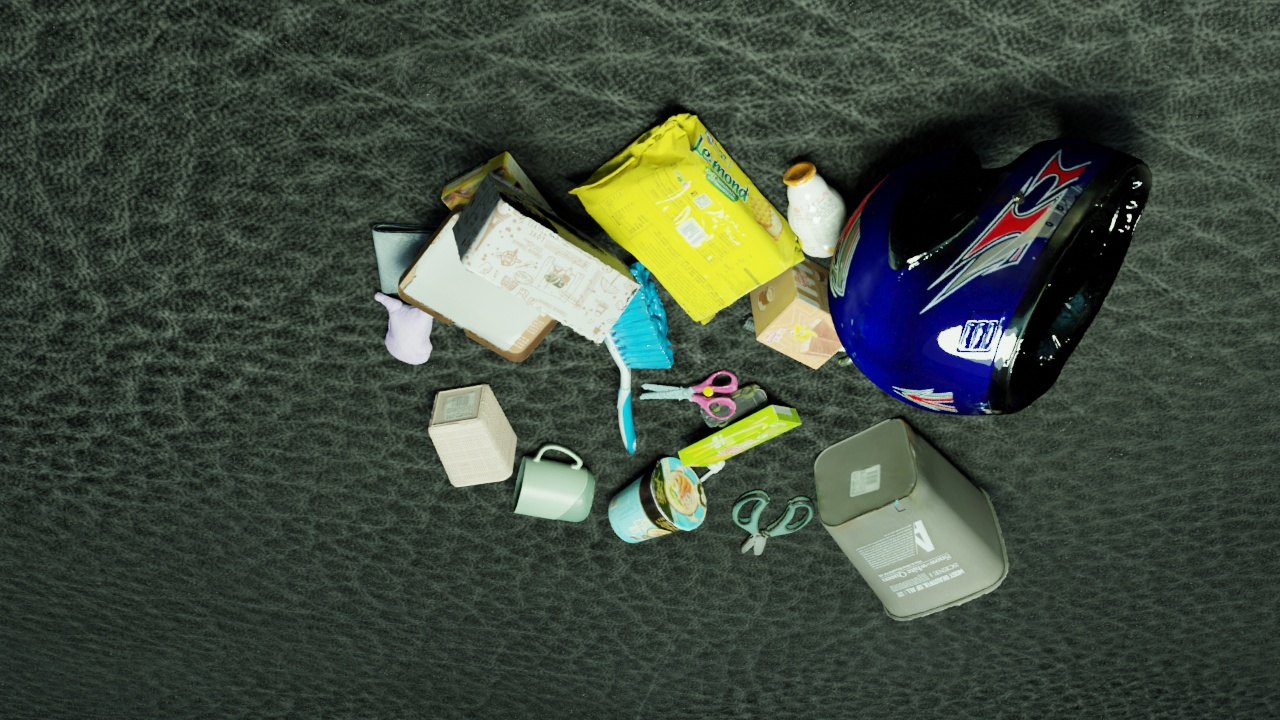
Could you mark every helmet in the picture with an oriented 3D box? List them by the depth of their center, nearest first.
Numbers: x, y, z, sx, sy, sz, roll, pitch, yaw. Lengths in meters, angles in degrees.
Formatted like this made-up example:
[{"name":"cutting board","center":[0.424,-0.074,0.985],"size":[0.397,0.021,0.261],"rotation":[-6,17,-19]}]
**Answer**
[{"name":"helmet","center":[0.333,-0.102,0.944],"size":[0.315,0.240,0.247],"rotation":[-53,144,-10]}]

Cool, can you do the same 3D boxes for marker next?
[{"name":"marker","center":[0.186,-0.027,1.174],"size":[0.130,0.018,0.023],"rotation":[21,122,-20]}]

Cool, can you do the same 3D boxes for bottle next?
[{"name":"bottle","center":[0.191,-0.165,1.003],"size":[0.063,0.063,0.108],"rotation":[-20,132,18]}]

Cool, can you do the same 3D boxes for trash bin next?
[{"name":"trash bin","center":[0.374,0.221,1.310],"size":[0.199,0.198,0.220],"rotation":[-30,122,26]}]

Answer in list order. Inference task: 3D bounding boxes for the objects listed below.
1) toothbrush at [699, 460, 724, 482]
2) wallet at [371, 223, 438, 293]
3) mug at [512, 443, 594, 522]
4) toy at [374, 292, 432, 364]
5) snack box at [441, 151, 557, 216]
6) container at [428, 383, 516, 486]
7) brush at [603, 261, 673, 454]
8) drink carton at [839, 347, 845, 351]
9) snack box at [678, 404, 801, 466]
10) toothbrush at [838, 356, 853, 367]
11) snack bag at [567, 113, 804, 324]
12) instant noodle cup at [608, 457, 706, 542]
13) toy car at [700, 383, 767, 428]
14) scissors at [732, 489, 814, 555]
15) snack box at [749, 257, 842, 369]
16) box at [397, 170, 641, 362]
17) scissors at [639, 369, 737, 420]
[{"name":"toothbrush","center":[0.068,0.200,1.403],"size":[0.016,0.016,0.181],"rotation":[31,127,-18]},{"name":"wallet","center":[-0.250,-0.117,1.082],"size":[0.121,0.019,0.097],"rotation":[2,137,-4]},{"name":"mug","center":[-0.123,0.177,1.340],"size":[0.106,0.082,0.112],"rotation":[12,102,-11]},{"name":"toy","center":[-0.293,-0.036,1.147],"size":[0.084,0.038,0.108],"rotation":[18,138,2]},{"name":"snack box","center":[-0.146,-0.158,1.030],"size":[0.087,0.033,0.140],"rotation":[-21,133,20]},{"name":"container","center":[-0.230,0.099,1.249],"size":[0.090,0.089,0.111],"rotation":[-9,132,8]},{"name":"brush","center":[-0.007,0.007,1.174],"size":[0.109,0.060,0.315],"rotation":[-8,131,16]},{"name":"drink carton","center":[0.276,-0.067,1.115],"size":[0.053,0.045,0.123],"rotation":[3,136,-11]},{"name":"snack box","center":[0.138,0.107,1.275],"size":[0.157,0.026,0.085],"rotation":[-29,160,25]},{"name":"toothbrush","center":[0.343,-0.025,1.177],"size":[0.186,0.017,0.012],"rotation":[-21,128,20]},{"name":"snack bag","center":[0.057,-0.149,1.017],"size":[0.158,0.068,0.246],"rotation":[-31,127,26]},{"name":"instant noodle cup","center":[0.019,0.217,1.363],"size":[0.111,0.111,0.121],"rotation":[31,134,-28]},{"name":"toy car","center":[0.127,0.059,1.247],"size":[0.090,0.035,0.042],"rotation":[-23,133,13]},{"name":"scissors","center":[0.215,0.264,1.465],"size":[0.161,0.019,0.179],"rotation":[-3,134,1]},{"name":"snack box","center":[0.192,-0.061,1.087],"size":[0.094,0.092,0.077],"rotation":[24,130,-23]},{"name":"box","center":[-0.134,-0.074,0.977],"size":[0.180,0.157,0.218],"rotation":[32,114,-28]},{"name":"scissors","center":[0.063,0.052,1.228],"size":[0.137,0.072,0.017],"rotation":[-5,173,10]}]
